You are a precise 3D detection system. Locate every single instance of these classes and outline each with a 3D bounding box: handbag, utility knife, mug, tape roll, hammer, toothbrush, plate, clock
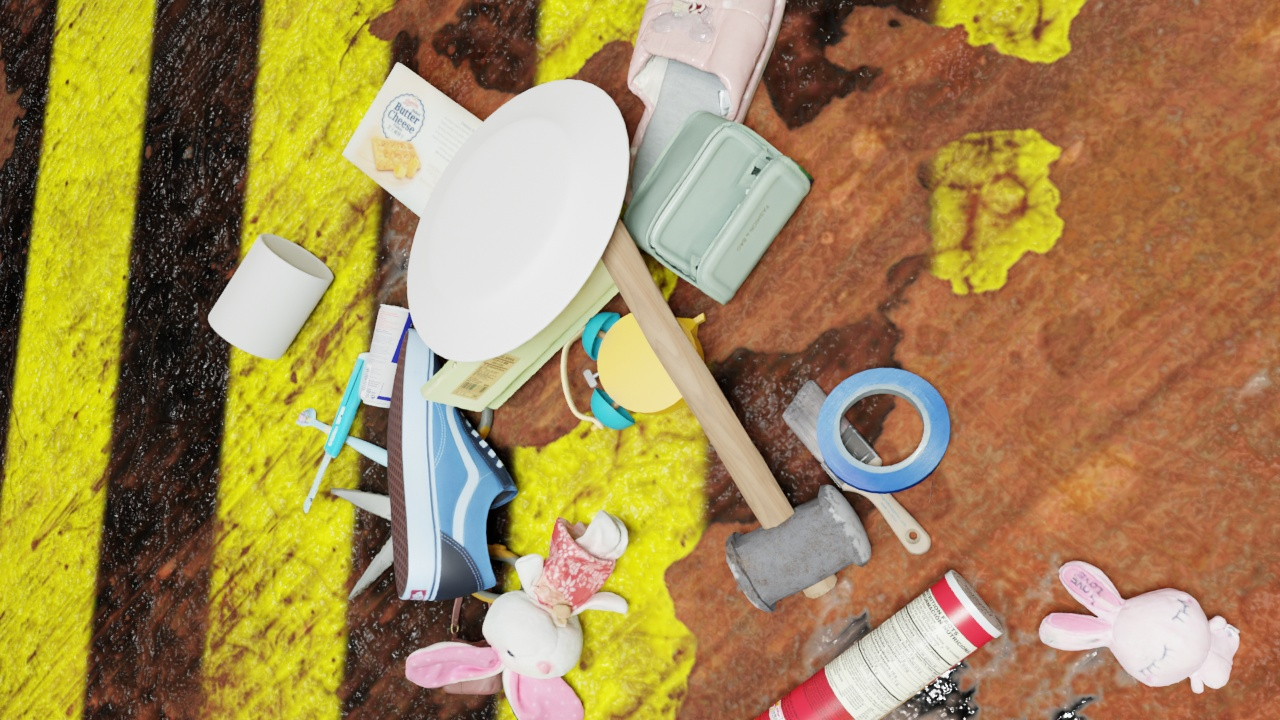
[{"bbox_3d":[0.061,-0.119,0.709,0.122,0.106,0.067,-55,26,7],"label":"handbag"},{"bbox_3d":[-0.284,0.068,0.870,0.022,0.015,0.161,12,78,31],"label":"utility knife"},{"bbox_3d":[-0.369,-0.071,0.913,0.097,0.078,0.112,-54,39,9],"label":"mug"},{"bbox_3d":[0.177,0.051,0.671,0.093,0.016,0.091,12,79,18],"label":"tape roll"},{"bbox_3d":[0.048,0.030,0.675,0.098,0.052,0.328,-32,90,18],"label":"hammer"},{"bbox_3d":[-0.145,0.227,0.801,0.055,0.029,0.119,-6,76,21],"label":"handbag"},{"bbox_3d":[-0.271,0.079,0.877,0.155,0.016,0.022,21,54,25],"label":"toothbrush"},{"bbox_3d":[-0.108,-0.115,0.716,0.243,0.016,0.242,-19,59,34],"label":"plate"},{"bbox_3d":[-0.004,0.004,0.755,0.130,0.043,0.099,-12,79,15],"label":"clock"}]

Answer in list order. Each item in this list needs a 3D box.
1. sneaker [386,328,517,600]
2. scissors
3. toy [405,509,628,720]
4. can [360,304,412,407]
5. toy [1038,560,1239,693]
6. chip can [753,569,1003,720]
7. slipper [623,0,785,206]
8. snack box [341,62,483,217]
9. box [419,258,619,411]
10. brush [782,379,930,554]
[{"bbox_3d":[-0.161,0.086,0.786,0.084,0.098,0.241,129,137,-51],"label":"sneaker"},{"bbox_3d":[-0.178,0.129,0.817,0.225,0.016,0.229,19,84,20],"label":"scissors"},{"bbox_3d":[-0.074,0.204,0.734,0.194,0.159,0.084,-53,23,0],"label":"toy"},{"bbox_3d":[-0.238,-0.004,0.864,0.032,0.032,0.095,11,88,25],"label":"can"},{"bbox_3d":[0.319,0.172,0.588,0.110,0.047,0.063,15,81,28],"label":"toy"},{"bbox_3d":[0.152,0.234,0.651,0.215,0.051,0.052,-42,69,14],"label":"chip can"},{"bbox_3d":[0.046,-0.245,0.754,0.114,0.054,0.274,14,88,24],"label":"slipper"},{"bbox_3d":[-0.169,-0.174,0.841,0.208,0.057,0.104,38,99,23],"label":"snack box"},{"bbox_3d":[-0.086,-0.030,0.754,0.188,0.127,0.066,-43,91,20],"label":"box"},{"bbox_3d":[0.163,0.081,0.686,0.039,0.012,0.151,-44,70,13],"label":"brush"}]
